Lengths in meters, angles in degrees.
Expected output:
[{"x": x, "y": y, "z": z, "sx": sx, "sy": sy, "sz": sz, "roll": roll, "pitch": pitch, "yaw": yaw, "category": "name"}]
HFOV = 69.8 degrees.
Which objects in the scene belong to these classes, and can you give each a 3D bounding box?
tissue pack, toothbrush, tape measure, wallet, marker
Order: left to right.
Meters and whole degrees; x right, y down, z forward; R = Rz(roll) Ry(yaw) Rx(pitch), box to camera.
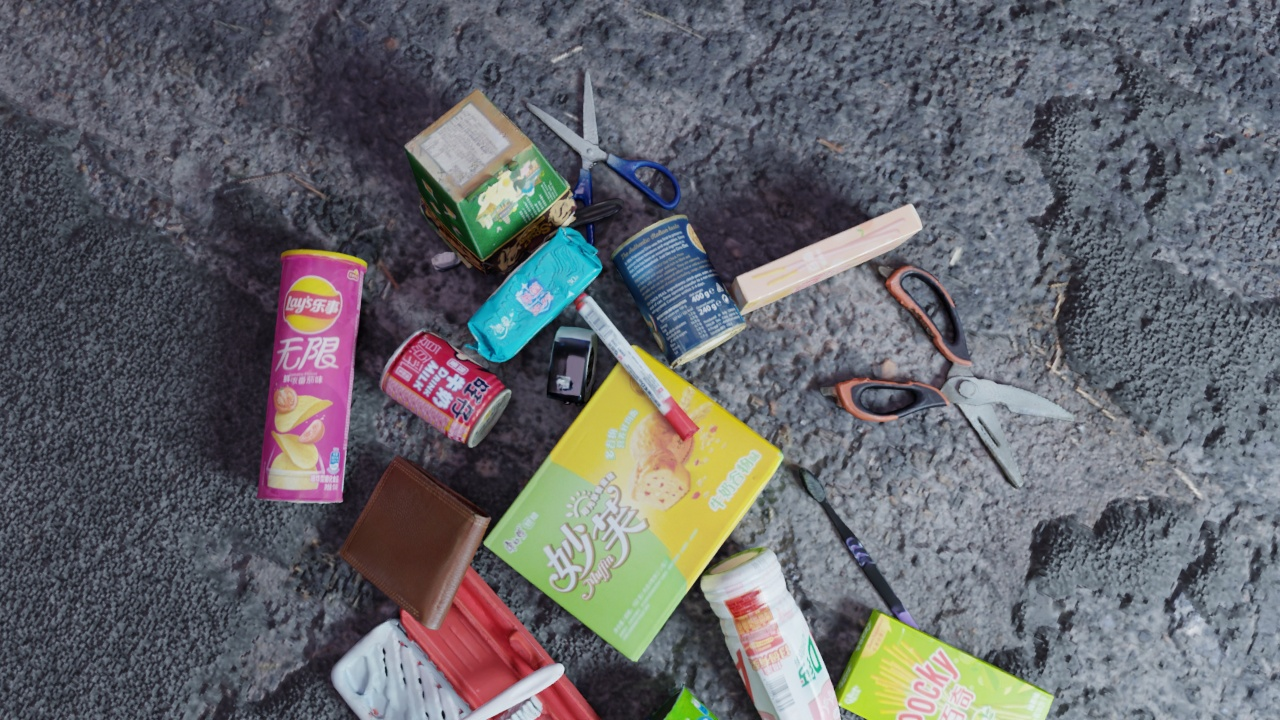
[{"x": -0.186, "y": 0.148, "z": 0.761, "sx": 0.125, "sy": 0.032, "sz": 0.101, "roll": 26, "pitch": 85, "yaw": 34, "category": "wallet"}, {"x": -0.137, "y": 0.290, "z": 0.741, "sx": 0.180, "sy": 0.016, "sz": 0.016, "roll": -32, "pitch": 90, "yaw": 7, "category": "toothbrush"}, {"x": -0.101, "y": -0.113, "z": 0.816, "sx": 0.181, "sy": 0.018, "sz": 0.015, "roll": -17, "pitch": 76, "yaw": 3, "category": "toothbrush"}, {"x": -0.090, "y": -0.053, "z": 0.774, "sx": 0.133, "sy": 0.093, "sz": 0.050, "roll": -44, "pitch": 95, "yaw": 1, "category": "tissue pack"}, {"x": -0.057, "y": 0.004, "z": 0.783, "sx": 0.033, "sy": 0.066, "sz": 0.066, "roll": 7, "pitch": 84, "yaw": 4, "category": "tape measure"}, {"x": -0.004, "y": 0.004, "z": 0.737, "sx": 0.017, "sy": 0.017, "sz": 0.145, "roll": -39, "pitch": 81, "yaw": -4, "category": "marker"}, {"x": 0.192, "y": 0.171, "z": 0.782, "sx": 0.014, "sy": 0.017, "sz": 0.189, "roll": -34, "pitch": 85, "yaw": 1, "category": "toothbrush"}]

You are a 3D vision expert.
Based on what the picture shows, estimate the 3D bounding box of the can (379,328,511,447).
[{"x": -0.165, "y": 0.024, "z": 0.783, "sx": 0.094, "sy": 0.066, "sz": 0.066, "roll": 34, "pitch": 85, "yaw": 5, "category": "can"}]

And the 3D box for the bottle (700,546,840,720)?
[{"x": 0.117, "y": 0.254, "z": 0.750, "sx": 0.068, "sy": 0.068, "sz": 0.197, "roll": -25, "pitch": 87, "yaw": -2, "category": "bottle"}]

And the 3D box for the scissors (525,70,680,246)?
[{"x": -0.040, "y": -0.176, "z": 0.832, "sx": 0.162, "sy": 0.012, "sz": 0.174, "roll": 17, "pitch": 84, "yaw": 5, "category": "scissors"}]

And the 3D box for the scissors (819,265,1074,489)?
[{"x": 0.268, "y": 0.013, "z": 0.801, "sx": 0.225, "sy": 0.015, "sz": 0.189, "roll": 4, "pitch": 83, "yaw": 1, "category": "scissors"}]

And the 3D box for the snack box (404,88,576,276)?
[{"x": -0.130, "y": -0.155, "z": 0.771, "sx": 0.118, "sy": 0.106, "sz": 0.117, "roll": -40, "pitch": 68, "yaw": -8, "category": "snack box"}]

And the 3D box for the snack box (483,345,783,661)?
[{"x": -0.004, "y": 0.116, "z": 0.766, "sx": 0.157, "sy": 0.070, "sz": 0.210, "roll": 36, "pitch": 85, "yaw": 6, "category": "snack box"}]

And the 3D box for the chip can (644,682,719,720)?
[{"x": 0.095, "y": 0.366, "z": 0.732, "sx": 0.236, "sy": 0.072, "sz": 0.072, "roll": 42, "pitch": 85, "yaw": 6, "category": "chip can"}]

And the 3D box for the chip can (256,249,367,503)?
[{"x": -0.281, "y": 0.015, "z": 0.784, "sx": 0.071, "sy": 0.071, "sz": 0.210, "roll": 4, "pitch": 83, "yaw": 2, "category": "chip can"}]

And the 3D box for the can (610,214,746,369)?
[{"x": 0.033, "y": -0.058, "z": 0.784, "sx": 0.075, "sy": 0.075, "sz": 0.111, "roll": -29, "pitch": 84, "yaw": -2, "category": "can"}]

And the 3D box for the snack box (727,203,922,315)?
[{"x": 0.152, "y": -0.084, "z": 0.780, "sx": 0.157, "sy": 0.084, "sz": 0.026, "roll": -24, "pitch": 86, "yaw": -1, "category": "snack box"}]

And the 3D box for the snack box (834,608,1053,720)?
[{"x": 0.249, "y": 0.278, "z": 0.759, "sx": 0.156, "sy": 0.026, "sz": 0.085, "roll": 26, "pitch": 88, "yaw": 4, "category": "snack box"}]

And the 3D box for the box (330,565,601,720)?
[{"x": -0.144, "y": 0.287, "z": 0.768, "sx": 0.158, "sy": 0.039, "sz": 0.201, "roll": -43, "pitch": 84, "yaw": 9, "category": "box"}]
